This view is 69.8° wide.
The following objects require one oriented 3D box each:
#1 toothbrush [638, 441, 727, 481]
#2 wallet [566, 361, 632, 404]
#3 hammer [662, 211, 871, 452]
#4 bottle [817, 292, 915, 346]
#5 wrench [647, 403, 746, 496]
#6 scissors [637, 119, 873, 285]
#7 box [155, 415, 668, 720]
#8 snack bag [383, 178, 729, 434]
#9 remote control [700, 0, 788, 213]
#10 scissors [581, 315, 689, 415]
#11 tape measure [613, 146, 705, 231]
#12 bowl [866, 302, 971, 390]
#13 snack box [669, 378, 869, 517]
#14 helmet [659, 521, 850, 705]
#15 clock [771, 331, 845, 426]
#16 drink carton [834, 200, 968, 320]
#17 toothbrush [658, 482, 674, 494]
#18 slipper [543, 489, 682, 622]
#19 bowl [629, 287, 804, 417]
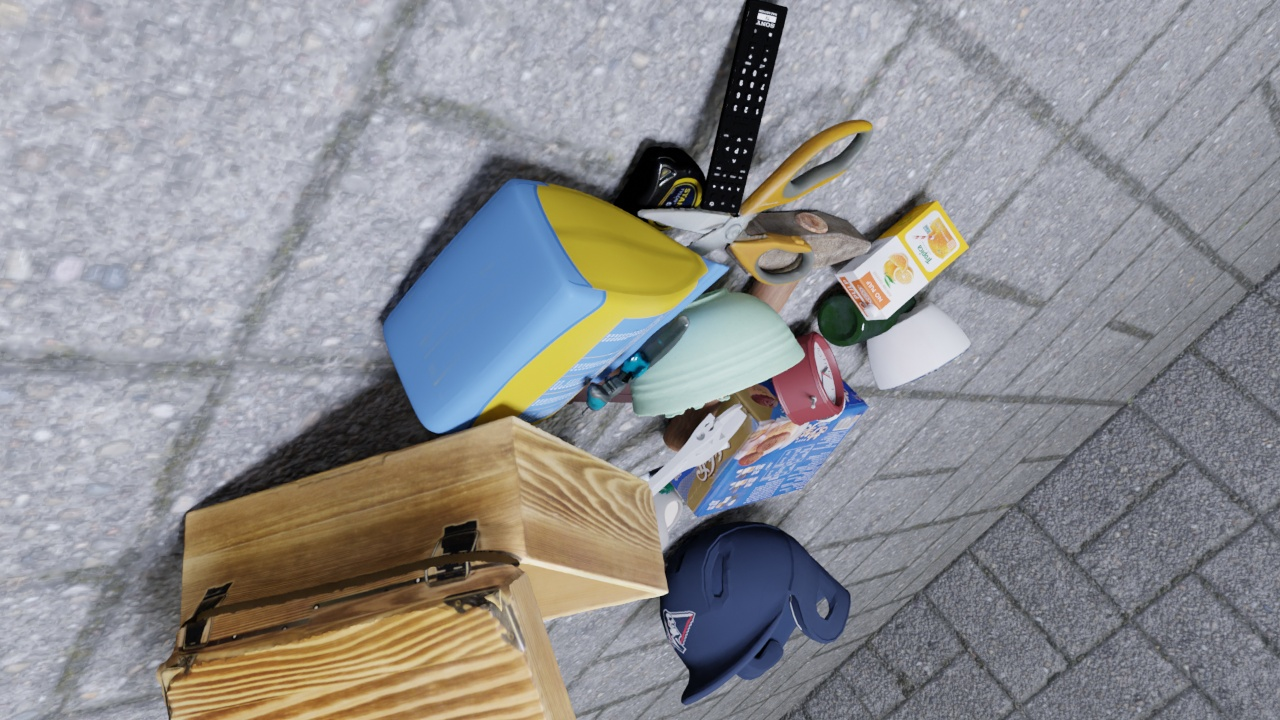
[{"bbox_3d":[0.008,0.125,0.990,0.187,0.012,0.017,-25,-175,3],"label":"toothbrush"},{"bbox_3d":[-0.005,0.005,0.839,0.115,0.018,0.092,-1,135,-44],"label":"wallet"},{"bbox_3d":[0.100,-0.016,0.901,0.157,0.037,0.302,-10,141,-40],"label":"hammer"},{"bbox_3d":[0.259,-0.054,1.008,0.173,0.055,0.055,-15,144,-49],"label":"bottle"},{"bbox_3d":[0.004,0.134,0.903,0.272,0.018,0.087,-41,162,-16],"label":"wrench"},{"bbox_3d":[0.090,-0.113,0.701,0.224,0.016,0.217,5,132,-47],"label":"scissors"},{"bbox_3d":[-0.147,0.234,0.618,0.280,0.323,0.284,-16,154,19],"label":"box"},{"bbox_3d":[-0.046,-0.029,0.638,0.159,0.102,0.204,-41,155,29],"label":"snack bag"},{"bbox_3d":[0.069,-0.170,0.623,0.030,0.009,0.140,2,113,-25],"label":"remote control"},{"bbox_3d":[-0.018,0.015,0.668,0.154,0.019,0.124,-43,176,38],"label":"scissors"},{"bbox_3d":[0.015,-0.124,0.660,0.061,0.034,0.062,1,135,-44],"label":"tape measure"},{"bbox_3d":[0.317,-0.020,1.072,0.116,0.065,0.116,-29,-179,0],"label":"bowl"},{"bbox_3d":[0.151,0.094,1.080,0.202,0.069,0.155,-6,138,-43],"label":"snack box"},{"bbox_3d":[0.126,0.340,1.234,0.271,0.223,0.233,-54,180,-37],"label":"helmet"},{"bbox_3d":[0.181,0.019,0.975,0.048,0.096,0.137,-18,170,27],"label":"clock"},{"bbox_3d":[0.257,-0.097,0.911,0.122,0.058,0.040,-39,-170,-11],"label":"drink carton"},{"bbox_3d":[-0.034,0.164,1.031,0.189,0.016,0.017,-15,148,-34],"label":"toothbrush"},{"bbox_3d":[-0.049,0.256,1.080,0.265,0.080,0.113,-30,147,-13],"label":"slipper"},{"bbox_3d":[0.053,-0.013,0.763,0.151,0.077,0.151,-20,-175,2],"label":"bowl"}]
